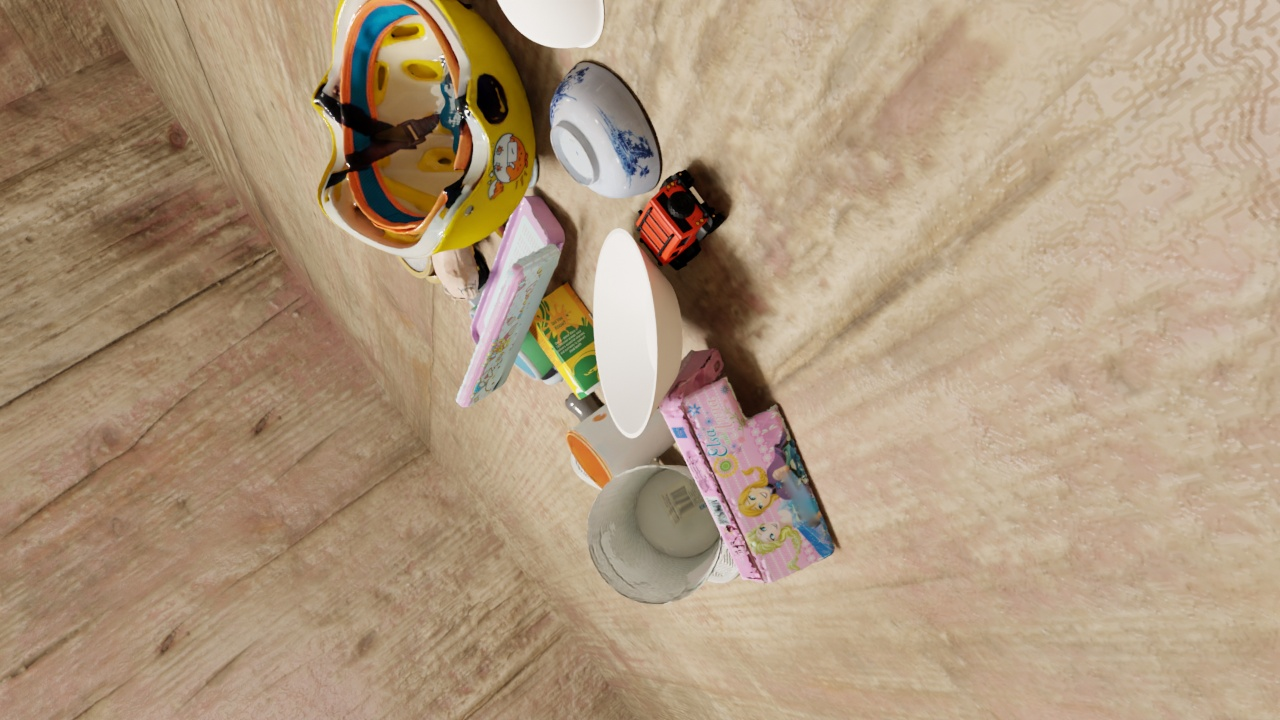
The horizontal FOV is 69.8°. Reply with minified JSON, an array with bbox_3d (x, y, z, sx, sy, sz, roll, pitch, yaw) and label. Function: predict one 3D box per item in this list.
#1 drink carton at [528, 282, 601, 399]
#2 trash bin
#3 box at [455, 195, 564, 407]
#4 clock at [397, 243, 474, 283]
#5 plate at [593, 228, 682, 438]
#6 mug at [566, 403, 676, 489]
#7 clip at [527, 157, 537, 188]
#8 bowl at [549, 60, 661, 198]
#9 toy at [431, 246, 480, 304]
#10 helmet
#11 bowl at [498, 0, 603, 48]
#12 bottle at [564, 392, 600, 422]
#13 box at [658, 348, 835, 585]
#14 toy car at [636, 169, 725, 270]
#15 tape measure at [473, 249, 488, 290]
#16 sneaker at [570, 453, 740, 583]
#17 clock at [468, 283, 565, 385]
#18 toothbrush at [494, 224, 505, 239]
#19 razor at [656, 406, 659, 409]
[{"bbox_3d":[-0.077,-0.024,1.027,0.122,0.058,0.041,54,160,-3],"label":"drink carton"},{"bbox_3d":[0.029,0.168,0.953,0.133,0.133,0.161,50,-172,9],"label":"trash bin"},{"bbox_3d":[-0.137,-0.054,0.959,0.062,0.139,0.215,18,133,-13],"label":"box"},{"bbox_3d":[-0.253,-0.158,1.155,0.117,0.081,0.159,-23,93,58],"label":"clock"},{"bbox_3d":[0.002,-0.023,0.771,0.174,0.036,0.174,175,90,-72],"label":"plate"},{"bbox_3d":[-0.015,0.081,0.997,0.082,0.105,0.082,45,158,23],"label":"mug"},{"bbox_3d":[-0.144,-0.189,0.949,0.162,0.027,0.090,22,142,56],"label":"clip"},{"bbox_3d":[-0.038,-0.172,0.721,0.114,0.045,0.114,44,158,23],"label":"bowl"},{"bbox_3d":[-0.227,-0.196,0.995,0.196,0.065,0.265,-126,23,-46],"label":"toy"},{"bbox_3d":[-0.176,-0.213,0.817,0.209,0.139,0.240,13,106,35],"label":"helmet"},{"bbox_3d":[-0.077,-0.268,0.657,0.110,0.040,0.110,44,158,23],"label":"bowl"},{"bbox_3d":[-0.052,0.084,1.179,0.110,0.036,0.036,50,160,8],"label":"bottle"},{"bbox_3d":[0.105,0.100,0.831,0.091,0.084,0.230,-5,123,34],"label":"box"},{"bbox_3d":[0.023,-0.102,0.698,0.051,0.048,0.100,52,160,4],"label":"toy car"},{"bbox_3d":[-0.236,-0.122,1.238,0.072,0.042,0.071,41,160,36],"label":"tape measure"},{"bbox_3d":[0.029,0.164,1.085,0.242,0.089,0.090,37,-172,11],"label":"sneaker"},{"bbox_3d":[-0.138,-0.029,1.143,0.122,0.075,0.162,34,165,40],"label":"clock"},{"bbox_3d":[-0.192,-0.193,1.062,0.135,0.016,0.021,58,155,-13],"label":"toothbrush"},{"bbox_3d":[-0.006,0.006,0.967,0.106,0.042,0.026,57,164,18],"label":"razor"}]
